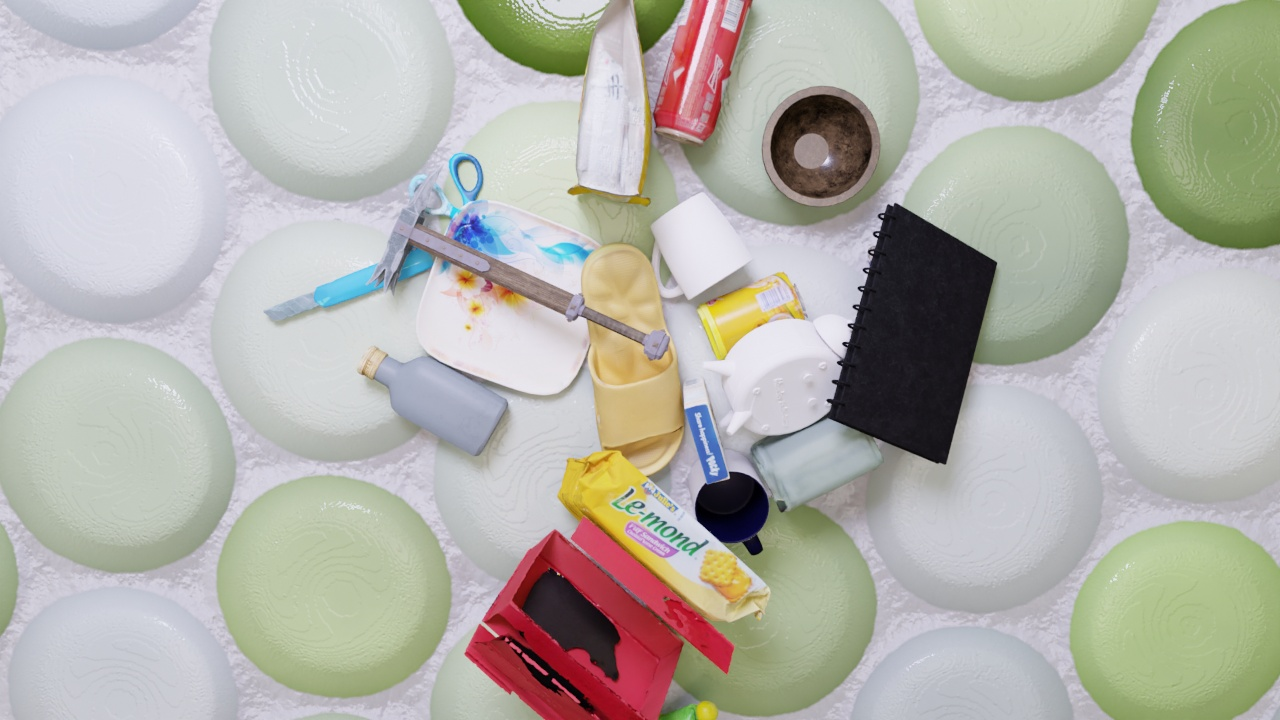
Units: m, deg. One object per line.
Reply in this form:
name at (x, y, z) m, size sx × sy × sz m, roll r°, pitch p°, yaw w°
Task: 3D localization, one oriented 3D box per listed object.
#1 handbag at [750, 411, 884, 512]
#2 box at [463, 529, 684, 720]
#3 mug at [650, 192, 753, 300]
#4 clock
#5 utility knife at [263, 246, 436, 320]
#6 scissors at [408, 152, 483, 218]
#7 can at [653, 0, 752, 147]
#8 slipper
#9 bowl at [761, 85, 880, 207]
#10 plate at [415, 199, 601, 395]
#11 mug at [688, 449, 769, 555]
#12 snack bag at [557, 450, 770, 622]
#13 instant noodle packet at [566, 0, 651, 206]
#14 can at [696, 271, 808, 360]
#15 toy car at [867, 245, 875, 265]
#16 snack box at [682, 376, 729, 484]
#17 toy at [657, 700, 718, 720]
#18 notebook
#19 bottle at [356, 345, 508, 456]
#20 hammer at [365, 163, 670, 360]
handbag at (0.189, 0.108, 0.990) m, size 0.122 × 0.106 × 0.067 m, roll -27°, pitch 100°, yaw 3°
box at (-0.065, 0.320, 0.918) m, size 0.211 × 0.315 × 0.124 m, roll 43°, pitch 99°, yaw -5°
mug at (0.050, -0.115, 0.978) m, size 0.114 × 0.080 × 0.087 m, roll -31°, pitch 91°, yaw 35°
clock at (0.156, 0.023, 0.965) m, size 0.161 × 0.072 × 0.125 m, roll -21°, pitch 137°, yaw 0°
utility knife at (-0.313, -0.085, 1.003) m, size 0.209 × 0.015 × 0.031 m, roll -20°, pitch 97°, yaw -1°
scissors at (-0.179, -0.159, 0.996) m, size 0.090 × 0.014 × 0.141 m, roll -40°, pitch 97°, yaw -1°
can at (0.063, -0.311, 0.946) m, size 0.067 × 0.067 × 0.170 m, roll 16°, pitch 97°, yaw -3°
slipper at (-0.006, 0.006, 0.982) m, size 0.099 × 0.078 × 0.263 m, roll -12°, pitch 102°, yaw -8°
bowl at (0.185, -0.222, 0.966) m, size 0.121 × 0.056 × 0.121 m, roll 0°, pitch 98°, yaw 0°
plate at (-0.137, -0.067, 1.001) m, size 0.187 × 0.016 × 0.187 m, roll 20°, pitch 98°, yaw -8°
mug at (0.102, 0.160, 1.001) m, size 0.078 × 0.097 × 0.112 m, roll -28°, pitch 97°, yaw 3°
snack bag at (0.011, 0.186, 0.970) m, size 0.247 × 0.160 × 0.068 m, roll 42°, pitch 75°, yaw -6°
instant noodle packet at (-0.023, -0.268, 0.905) m, size 0.084 × 0.163 × 0.221 m, roll 5°, pitch 98°, yaw 0°
can at (0.120, -0.047, 0.985) m, size 0.105 × 0.067 × 0.067 m, roll -23°, pitch 98°, yaw 2°
toy car at (0.273, -0.072, 0.993) m, size 0.040 × 0.048 × 0.113 m, roll -28°, pitch 96°, yaw -1°
snack box at (0.067, 0.070, 0.961) m, size 0.026 × 0.150 × 0.082 m, roll -15°, pitch 97°, yaw 5°
toy at (0.045, 0.447, 1.050) m, size 0.124 × 0.097 × 0.131 m, roll 35°, pitch 77°, yaw -11°
notebook at (0.284, -0.027, 0.952) m, size 0.169 × 0.019 × 0.231 m, roll 22°, pitch 80°, yaw -27°
bottle at (-0.231, 0.037, 1.006) m, size 0.161 × 0.046 × 0.072 m, roll 30°, pitch 97°, yaw -4°
hammer at (-0.113, -0.080, 0.945) m, size 0.317 × 0.028 × 0.147 m, roll 25°, pitch 93°, yaw 7°
